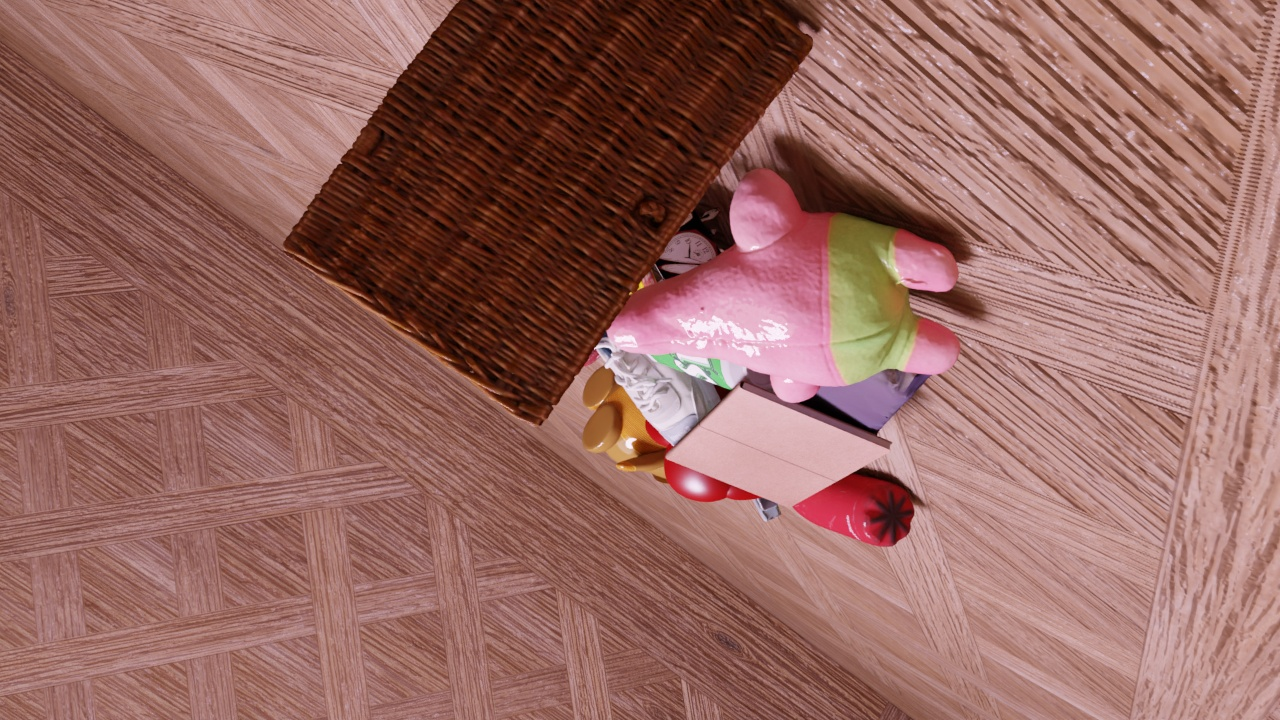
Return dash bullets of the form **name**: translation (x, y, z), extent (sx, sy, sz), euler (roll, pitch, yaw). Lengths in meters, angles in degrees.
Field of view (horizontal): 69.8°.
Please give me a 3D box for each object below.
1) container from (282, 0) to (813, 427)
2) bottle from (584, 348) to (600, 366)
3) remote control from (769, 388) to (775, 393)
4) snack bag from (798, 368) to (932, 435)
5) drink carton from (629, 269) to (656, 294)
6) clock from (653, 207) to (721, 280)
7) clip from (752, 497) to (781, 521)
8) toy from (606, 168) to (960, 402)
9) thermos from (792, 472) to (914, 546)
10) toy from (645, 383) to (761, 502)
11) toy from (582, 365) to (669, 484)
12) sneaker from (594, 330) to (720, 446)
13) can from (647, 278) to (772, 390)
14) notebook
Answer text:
- **container**: translation (-0.047, -0.107, 0.545), extent (0.162, 0.250, 0.183), euler (35, 176, 1)
- **bottle**: translation (-0.099, -0.041, 1.167), extent (0.099, 0.099, 0.111), euler (20, 164, 48)
- **remote control**: translation (0.136, 0.019, 0.890), extent (0.143, 0.049, 0.024), euler (34, 166, 10)
- **snack bag**: translation (0.176, 0.015, 0.762), extent (0.096, 0.058, 0.205), euler (32, 165, 11)
- **drink carton**: translation (-0.022, -0.091, 0.760), extent (0.058, 0.043, 0.134), euler (-50, -60, -72)
- **clock**: translation (0.042, -0.087, 0.737), extent (0.154, 0.065, 0.115), euler (61, -176, 35)
- **clip**: translation (0.132, 0.125, 1.143), extent (0.127, 0.028, 0.166), euler (70, 178, -60)
- **toy**: translation (0.091, -0.036, 0.621), extent (0.237, 0.096, 0.192), euler (-4, 129, 15)
- **thermos**: translation (0.228, 0.167, 1.117), extent (0.073, 0.073, 0.240), euler (41, 166, -20)
- **toy**: translation (0.078, 0.060, 1.012), extent (0.159, 0.120, 0.197), euler (14, 122, 40)
- **toy**: translation (0.029, 0.092, 1.204), extent (0.203, 0.198, 0.163), euler (30, 128, -30)
- **sneaker**: translation (-0.005, 0.005, 0.921), extent (0.090, 0.090, 0.242), euler (-28, 94, 41)
- **can**: translation (0.068, -0.025, 0.827), extent (0.140, 0.087, 0.088), euler (21, 160, 47)
- **notebook**: translation (0.119, 0.084, 0.854), extent (0.141, 0.008, 0.210), euler (22, 154, -7)
